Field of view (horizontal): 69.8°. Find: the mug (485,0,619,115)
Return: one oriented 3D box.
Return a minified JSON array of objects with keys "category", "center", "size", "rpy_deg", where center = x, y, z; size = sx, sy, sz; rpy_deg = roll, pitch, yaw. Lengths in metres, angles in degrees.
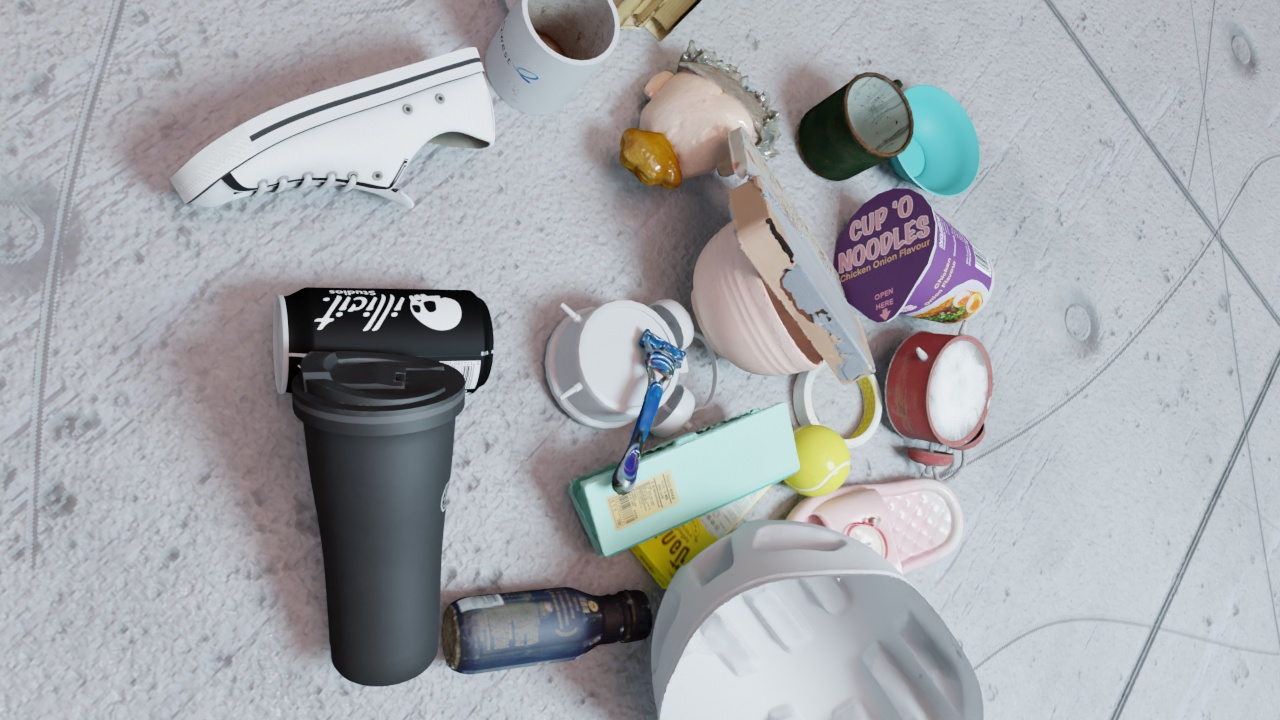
[{"category":"mug","center":[-0.082,-0.280,0.763],"size":[0.083,0.097,0.119],"rpy_deg":[-22,91,-28]}]

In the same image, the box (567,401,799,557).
[{"category":"box","center":[0.041,0.090,0.741],"size":[0.188,0.080,0.077],"rpy_deg":[-19,68,-19]}]

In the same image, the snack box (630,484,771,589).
[{"category":"snack box","center":[0.055,0.126,0.797],"size":[0.148,0.026,0.061],"rpy_deg":[-42,99,-27]}]

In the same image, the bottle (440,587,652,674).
[{"category":"bottle","center":[-0.069,0.203,0.704],"size":[0.160,0.056,0.056],"rpy_deg":[1,80,-26]}]

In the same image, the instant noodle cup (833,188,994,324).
[{"category":"instant noodle cup","center":[0.278,-0.084,0.904],"size":[0.121,0.122,0.136],"rpy_deg":[17,64,-33]}]

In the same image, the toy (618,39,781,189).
[{"category":"toy","center":[0.048,-0.206,0.827],"size":[0.175,0.076,0.132],"rpy_deg":[-38,74,-29]}]

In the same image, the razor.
[{"category":"razor","center":[0.005,0.041,0.716],"size":[0.044,0.018,0.140],"rpy_deg":[30,58,-22]}]

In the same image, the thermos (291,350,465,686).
[{"category":"thermos","center":[-0.172,0.104,0.611],"size":[0.105,0.106,0.219],"rpy_deg":[-6,111,-27]}]

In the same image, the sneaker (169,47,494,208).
[{"category":"sneaker","center":[-0.215,-0.151,0.688],"size":[0.244,0.091,0.097],"rpy_deg":[-30,109,-29]}]

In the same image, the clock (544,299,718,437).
[{"category":"clock","center":[-0.004,0.005,0.775],"size":[0.159,0.061,0.119],"rpy_deg":[7,76,-30]}]

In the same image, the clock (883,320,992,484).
[{"category":"clock","center":[0.295,0.046,0.913],"size":[0.109,0.062,0.157],"rpy_deg":[-24,110,-33]}]

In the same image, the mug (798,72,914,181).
[{"category":"mug","center":[0.218,-0.238,0.914],"size":[0.085,0.081,0.110],"rpy_deg":[45,65,-13]}]

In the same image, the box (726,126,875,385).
[{"category":"box","center":[0.137,-0.090,0.801],"size":[0.216,0.043,0.150],"rpy_deg":[46,24,-39]}]

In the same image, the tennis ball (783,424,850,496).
[{"category":"tennis ball","center":[0.157,0.091,0.833],"size":[0.065,0.065,0.065],"rpy_deg":[5,78,-26]}]

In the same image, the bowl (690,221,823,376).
[{"category":"bowl","center":[0.093,-0.047,0.804],"size":[0.153,0.076,0.152],"rpy_deg":[50,24,-33]}]

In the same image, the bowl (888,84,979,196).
[{"category":"bowl","center":[0.297,-0.225,0.970],"size":[0.121,0.046,0.121],"rpy_deg":[5,78,-26]}]

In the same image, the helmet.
[{"category":"helmet","center":[0.137,0.253,0.716],"size":[0.224,0.183,0.282],"rpy_deg":[-40,94,12]}]

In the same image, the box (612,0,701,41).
[{"category":"box","center":[0.059,-0.382,0.767],"size":[0.184,0.249,0.141],"rpy_deg":[11,76,-24]}]

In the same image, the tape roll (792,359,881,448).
[{"category":"tape roll","center":[0.191,0.039,0.885],"size":[0.094,0.019,0.094],"rpy_deg":[5,78,-26]}]

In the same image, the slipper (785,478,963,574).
[{"category":"slipper","center":[0.218,0.164,0.856],"size":[0.221,0.056,0.106],"rpy_deg":[-12,84,-27]}]

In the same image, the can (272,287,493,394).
[{"category":"can","center":[-0.187,-0.013,0.671],"size":[0.145,0.080,0.080],"rpy_deg":[-1,81,-27]}]
